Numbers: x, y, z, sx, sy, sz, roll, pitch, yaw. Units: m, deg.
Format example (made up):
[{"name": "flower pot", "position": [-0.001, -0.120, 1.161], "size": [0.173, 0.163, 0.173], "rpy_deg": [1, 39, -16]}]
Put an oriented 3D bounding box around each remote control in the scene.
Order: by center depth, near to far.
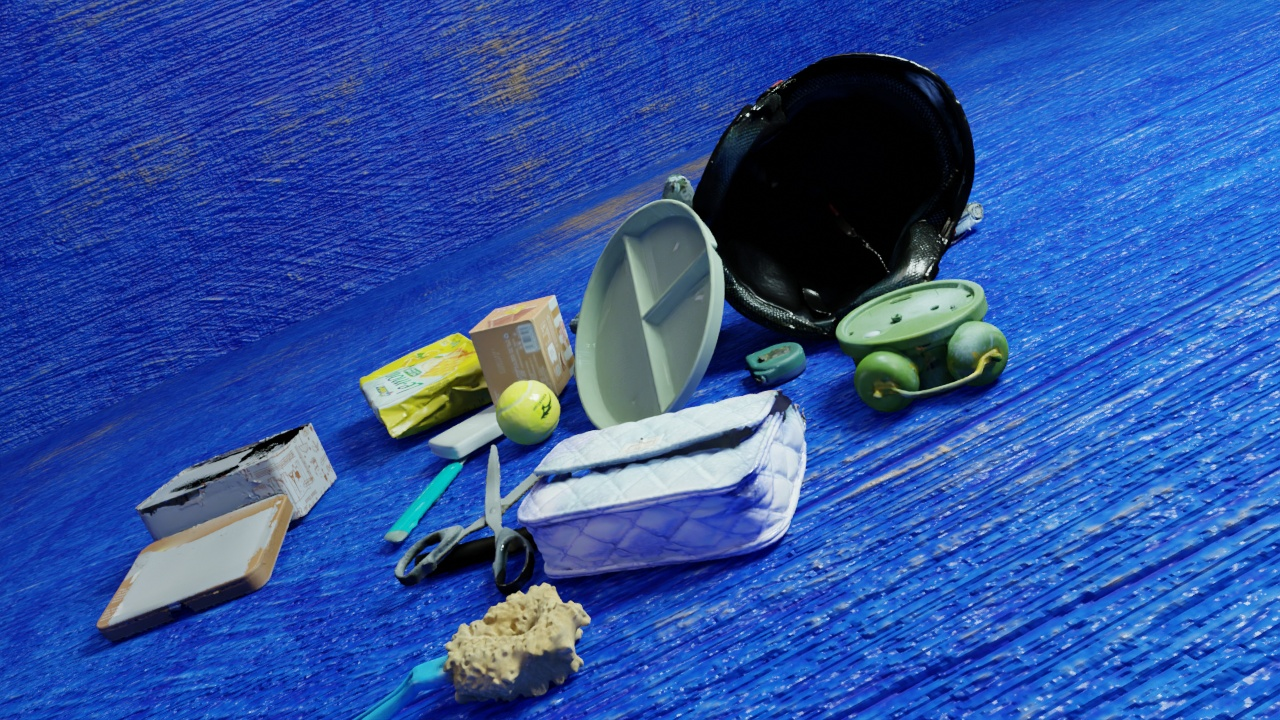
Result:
[{"name": "remote control", "position": [-0.159, 0.067, 1.010], "size": [0.149, 0.021, 0.058], "rpy_deg": [-29, 21, -37]}]

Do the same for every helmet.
[{"name": "helmet", "position": [0.182, -0.156, 0.884], "size": [0.275, 0.233, 0.229], "rpy_deg": [-49, 1, 15]}]

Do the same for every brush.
[{"name": "brush", "position": [-0.145, 0.210, 0.555], "size": [0.254, 0.046, 0.083], "rpy_deg": [-28, 21, -4]}]

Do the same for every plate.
[{"name": "plate", "position": [0.005, -0.038, 0.865], "size": [0.027, 0.230, 0.230], "rpy_deg": [14, -3, -31]}]

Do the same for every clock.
[{"name": "clock", "position": [0.218, -0.010, 0.713], "size": [0.116, 0.056, 0.161], "rpy_deg": [-20, 17, 13]}]

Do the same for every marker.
[{"name": "marker", "position": [-0.119, 0.150, 0.728], "size": [0.132, 0.020, 0.022], "rpy_deg": [-17, 47, 15]}]

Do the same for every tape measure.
[{"name": "tape measure", "position": [0.125, 0.002, 0.851], "size": [0.054, 0.025, 0.058], "rpy_deg": [-24, 18, 1]}]

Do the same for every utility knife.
[{"name": "utility knife", "position": [-0.203, 0.129, 0.906], "size": [0.029, 0.013, 0.192], "rpy_deg": [-14, 18, 19]}]

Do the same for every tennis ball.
[{"name": "tennis ball", "position": [-0.115, 0.053, 0.934], "size": [0.065, 0.065, 0.065], "rpy_deg": [-21, 17, 7]}]

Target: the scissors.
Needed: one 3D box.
[{"name": "scissors", "position": [-0.122, 0.124, 0.735], "size": [0.159, 0.014, 0.176], "rpy_deg": [-22, 33, 5]}]

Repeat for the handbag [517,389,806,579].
[{"name": "handbag", "position": [0.016, 0.084, 0.655], "size": [0.194, 0.075, 0.133], "rpy_deg": [-14, 19, 24]}]

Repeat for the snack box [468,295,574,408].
[{"name": "snack box", "position": [-0.129, -0.011, 1.028], "size": [0.077, 0.093, 0.094], "rpy_deg": [-12, 17, 14]}]

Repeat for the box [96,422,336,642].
[{"name": "box", "position": [-0.449, 0.171, 0.978], "size": [0.178, 0.088, 0.261], "rpy_deg": [-20, 15, 6]}]

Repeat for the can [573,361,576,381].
[{"name": "can", "position": [-0.006, 0.006, 0.959], "size": [0.135, 0.053, 0.053], "rpy_deg": [-7, 23, 43]}]

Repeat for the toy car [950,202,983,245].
[{"name": "toy car", "position": [0.335, -0.144, 1.013], "size": [0.105, 0.031, 0.049], "rpy_deg": [-32, 20, -22]}]

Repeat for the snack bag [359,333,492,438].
[{"name": "snack bag", "position": [-0.270, 0.035, 1.186], "size": [0.157, 0.068, 0.247], "rpy_deg": [-27, 17, -17]}]

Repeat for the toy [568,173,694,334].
[{"name": "toy", "position": [0.015, -0.083, 1.031], "size": [0.091, 0.138, 0.357], "rpy_deg": [-64, 5, -29]}]
